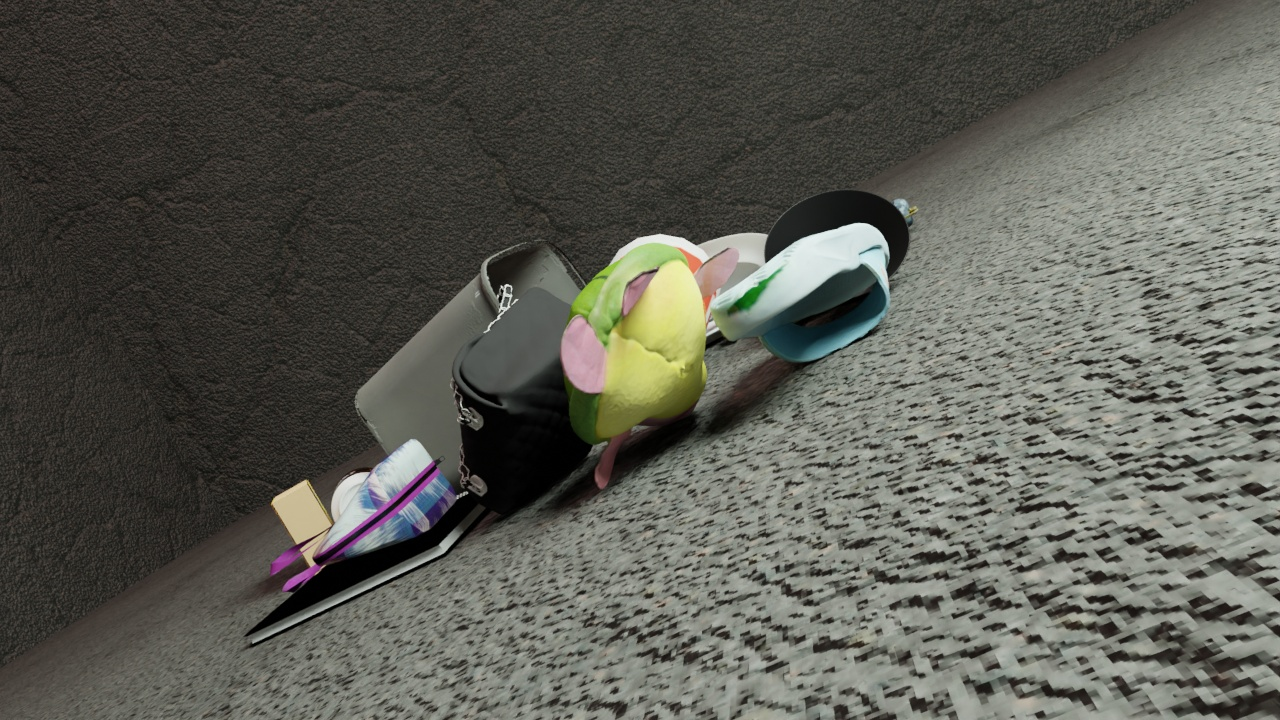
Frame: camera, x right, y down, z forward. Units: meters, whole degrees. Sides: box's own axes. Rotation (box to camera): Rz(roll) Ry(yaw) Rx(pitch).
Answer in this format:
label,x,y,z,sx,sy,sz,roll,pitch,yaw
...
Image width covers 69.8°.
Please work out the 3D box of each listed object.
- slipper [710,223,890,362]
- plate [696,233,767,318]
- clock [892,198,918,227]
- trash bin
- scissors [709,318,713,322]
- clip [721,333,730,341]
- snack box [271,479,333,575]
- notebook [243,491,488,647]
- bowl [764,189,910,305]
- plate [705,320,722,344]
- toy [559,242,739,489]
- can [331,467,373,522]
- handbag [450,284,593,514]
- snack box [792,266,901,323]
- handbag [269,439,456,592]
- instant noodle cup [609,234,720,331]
label,x,y,z,sx,sy,sz,roll,pitch,yaw
slipper,0.122,-0.040,0.647,0.104,0.074,0.244,-35,-7,25
plate,0.080,-0.083,1.057,0.188,0.016,0.189,-18,-23,-8
clock,0.271,-0.157,1.091,0.090,0.052,0.130,-33,6,-35
trash bin,-0.152,0.022,0.959,0.221,0.197,0.197,-34,3,23
scissors,0.175,-0.103,1.011,0.226,0.016,0.224,-32,-2,43
clip,0.105,-0.037,0.985,0.045,0.024,0.062,-28,0,7
snack box,-0.357,0.179,0.994,0.040,0.088,0.126,-31,6,-20
notebook,-0.221,0.169,0.794,0.207,0.016,0.148,-27,7,18
bowl,0.176,-0.087,0.812,0.124,0.124,0.052,-29,-38,0
plate,0.076,-0.033,1.116,0.208,0.015,0.208,-28,5,2
toy,-0.001,-0.005,0.625,0.190,0.088,0.238,-64,-16,-5
can,-0.307,0.158,1.026,0.071,0.072,0.129,-31,6,-17
handbag,-0.105,0.028,0.710,0.124,0.115,0.154,-44,-24,-38
snack box,0.176,-0.072,0.924,0.132,0.027,0.168,-28,5,2
handbag,-0.250,0.147,0.793,0.170,0.068,0.144,-34,7,17
instant noodle cup,0.017,-0.046,0.948,0.124,0.123,0.120,-26,27,24
